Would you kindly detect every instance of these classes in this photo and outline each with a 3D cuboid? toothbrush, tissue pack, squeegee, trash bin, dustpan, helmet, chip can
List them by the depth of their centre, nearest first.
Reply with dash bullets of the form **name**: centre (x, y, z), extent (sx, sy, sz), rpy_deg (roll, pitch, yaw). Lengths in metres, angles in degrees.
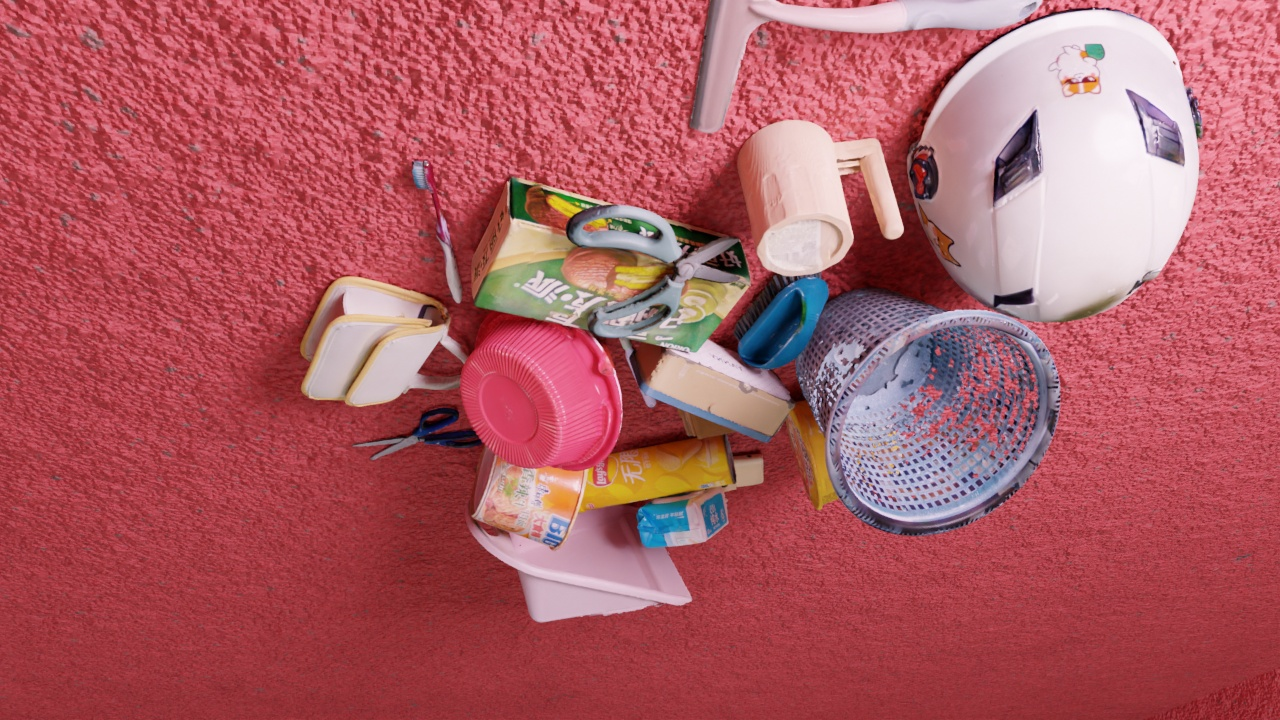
- **squeegee**: centre (0.174, -0.252, 0.660), extent (0.249, 0.040, 0.248), rpy_deg (-2, 145, -6)
- **helmet**: centre (0.349, -0.129, 0.758), extent (0.230, 0.156, 0.274), rpy_deg (-11, 146, 8)
- **toothbrush**: centre (-0.184, -0.112, 0.840), extent (0.017, 0.016, 0.188), rpy_deg (3, 146, 2)
- **trash bin**: centre (0.254, 0.026, 0.905), extent (0.226, 0.195, 0.227), rpy_deg (-5, 114, -11)
- **toothbrush**: centre (-0.006, 0.006, 1.034), extent (0.029, 0.021, 0.189), rpy_deg (-8, 148, 10)
- **chip can**: centre (0.015, 0.146, 1.201), extent (0.213, 0.072, 0.072), rpy_deg (-12, 146, 9)
- **dustpan**: centre (-0.085, 0.231, 1.214), extent (0.273, 0.222, 0.139), rpy_deg (-12, 117, -15)
- **tissue pack**: centre (0.058, 0.207, 1.234), extent (0.090, 0.063, 0.139), rpy_deg (-11, 179, 22)

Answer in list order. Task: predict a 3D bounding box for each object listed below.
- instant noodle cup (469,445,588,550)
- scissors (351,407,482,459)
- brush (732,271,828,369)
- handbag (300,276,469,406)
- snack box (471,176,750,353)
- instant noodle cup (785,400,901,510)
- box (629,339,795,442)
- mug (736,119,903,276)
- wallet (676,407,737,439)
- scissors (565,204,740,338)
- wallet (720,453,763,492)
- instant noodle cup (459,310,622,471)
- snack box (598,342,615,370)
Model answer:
- **instant noodle cup**: centre (-0.139, 0.147, 1.125), extent (0.111, 0.151, 0.152), rpy_deg (17, 141, -16)
- **scissors**: centre (-0.276, 0.093, 1.137), extent (0.165, 0.012, 0.157), rpy_deg (5, 147, -13)
- **brush**: centre (0.146, -0.036, 0.944), extent (0.055, 0.073, 0.144), rpy_deg (4, 145, -23)
- **handbag**: centre (-0.253, -0.004, 0.958), extent (0.178, 0.063, 0.164), rpy_deg (11, 145, -29)
- **snack box**: centre (-0.027, -0.084, 0.858), extent (0.239, 0.063, 0.115), rpy_deg (12, 139, -24)
- **instant noodle cup**: centre (0.247, 0.100, 1.116), extent (0.110, 0.138, 0.138), rpy_deg (-16, 146, 0)
- **box**: centre (0.072, 0.020, 0.981), extent (0.184, 0.089, 0.059), rpy_deg (21, 112, -19)
- **mug**: centre (0.149, -0.137, 0.768), extent (0.124, 0.103, 0.084), rpy_deg (-6, 146, 2)
- **wallet**: centre (0.090, 0.051, 1.100), extent (0.119, 0.035, 0.131), rpy_deg (-10, 144, 7)
- **scissors**: centre (-0.005, -0.082, 0.796), extent (0.171, 0.019, 0.179), rpy_deg (-28, 137, 29)
- **wallet**: centre (0.113, 0.160, 1.276), extent (0.115, 0.024, 0.087), rpy_deg (-7, 148, 3)
- **instant noodle cup**: centre (-0.114, 0.038, 0.924), extent (0.065, 0.194, 0.194), rpy_deg (-35, 175, -48)
- **snack box**: centre (-0.078, 0.017, 0.996), extent (0.080, 0.082, 0.091), rpy_deg (5, 148, -39)
